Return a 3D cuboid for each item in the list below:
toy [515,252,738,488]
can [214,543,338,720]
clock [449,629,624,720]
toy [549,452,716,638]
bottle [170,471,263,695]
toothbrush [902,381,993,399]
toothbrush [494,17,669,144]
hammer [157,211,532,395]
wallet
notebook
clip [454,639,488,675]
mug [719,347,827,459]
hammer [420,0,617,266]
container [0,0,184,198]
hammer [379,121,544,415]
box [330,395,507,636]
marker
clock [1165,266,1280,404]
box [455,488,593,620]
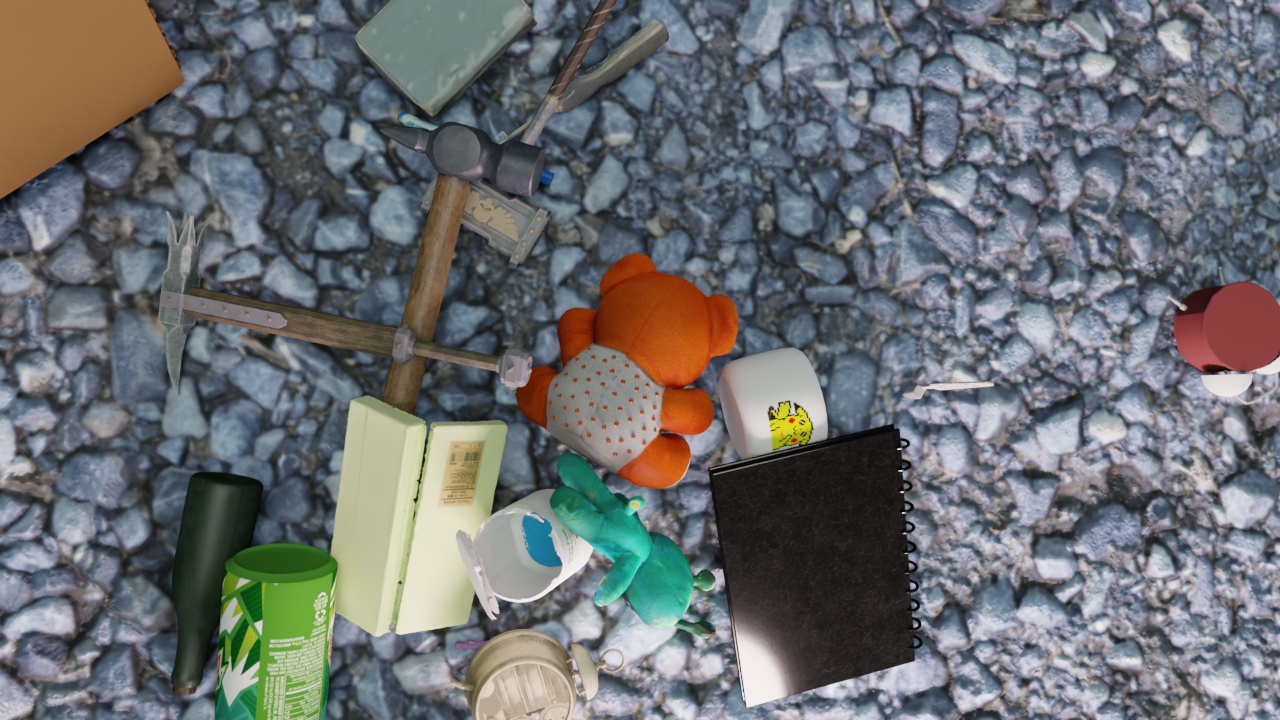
[{"bbox_3d":[-0.005,0.005,0.768,0.164,0.093,0.172,30,86,15],"label":"toy"},{"bbox_3d":[-0.285,0.224,0.717,0.083,0.083,0.144,6,96,-7],"label":"can"},{"bbox_3d":[-0.079,0.270,0.758,0.140,0.054,0.093,-17,102,-9],"label":"clock"},{"bbox_3d":[-0.002,0.153,0.744,0.072,0.130,0.193,-30,116,21],"label":"toy"},{"bbox_3d":[-0.348,0.179,0.734,0.055,0.055,0.174,11,88,-7],"label":"bottle"},{"bbox_3d":[0.249,0.025,0.753,0.010,0.181,0.010,31,87,0],"label":"toothbrush"},{"bbox_3d":[-0.052,-0.240,0.806,0.185,0.022,0.024,-38,112,-7],"label":"toothbrush"},{"bbox_3d":[-0.237,-0.018,0.725,0.317,0.028,0.147,11,97,10],"label":"hammer"},{"bbox_3d":[-0.165,-0.278,0.778,0.131,0.054,0.100,-43,84,-5],"label":"wallet"},{"bbox_3d":[0.154,0.177,0.778,0.169,0.019,0.232,-12,110,-8],"label":"notebook"},{"bbox_3d":[-0.136,0.245,0.779,0.050,0.014,0.045,-39,94,-4],"label":"clip"},{"bbox_3d":[0.112,0.049,0.782,0.068,0.094,0.116,-14,112,-7],"label":"mug"},{"bbox_3d":[-0.060,-0.241,0.761,0.098,0.044,0.322,31,96,-5],"label":"hammer"},{"bbox_3d":[-0.495,-0.268,0.619,0.219,0.252,0.214,-41,93,-16],"label":"container"},{"bbox_3d":[-0.181,-0.032,0.746,0.129,0.040,0.322,16,98,1],"label":"hammer"},{"bbox_3d":[-0.184,0.129,0.732,0.133,0.061,0.188,12,105,-11],"label":"box"},{"bbox_3d":[-0.143,-0.184,0.797,0.142,0.013,0.013,21,85,-6],"label":"marker"},{"bbox_3d":[0.557,-0.021,0.864,0.087,0.044,0.124,-27,91,-8],"label":"clock"},{"bbox_3d":[-0.095,0.151,0.719,0.092,0.159,0.081,-12,88,11],"label":"box"}]
